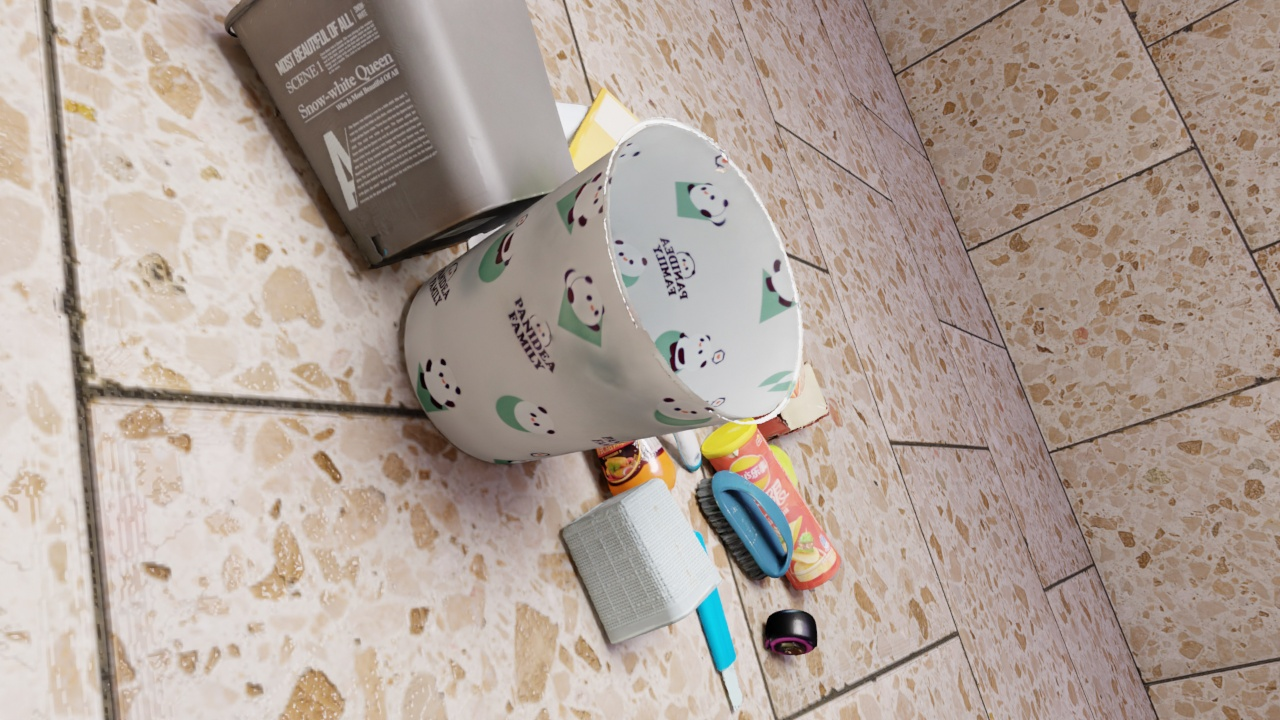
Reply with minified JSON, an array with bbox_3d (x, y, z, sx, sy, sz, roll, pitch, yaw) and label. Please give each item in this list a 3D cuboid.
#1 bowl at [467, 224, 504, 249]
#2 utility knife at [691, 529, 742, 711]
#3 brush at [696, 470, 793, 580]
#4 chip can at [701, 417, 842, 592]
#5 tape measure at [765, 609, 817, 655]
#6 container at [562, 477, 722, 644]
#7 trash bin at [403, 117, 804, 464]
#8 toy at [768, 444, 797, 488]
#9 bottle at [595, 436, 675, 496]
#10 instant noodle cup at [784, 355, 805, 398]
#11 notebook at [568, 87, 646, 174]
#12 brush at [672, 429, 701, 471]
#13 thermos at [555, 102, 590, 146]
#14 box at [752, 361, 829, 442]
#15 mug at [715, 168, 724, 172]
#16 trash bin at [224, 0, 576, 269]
[{"bbox_3d":[-0.104,-0.109,0.895,0.118,0.065,0.118,36,41,-39],"label":"bowl"},{"bbox_3d":[0.073,0.262,0.937,0.034,0.018,0.185,-2,70,-45],"label":"utility knife"},{"bbox_3d":[0.125,0.182,1.023,0.144,0.074,0.055,57,36,-14],"label":"brush"},{"bbox_3d":[0.157,0.170,1.083,0.216,0.073,0.073,56,31,-14],"label":"chip can"},{"bbox_3d":[0.167,0.303,1.013,0.058,0.057,0.039,49,34,-40],"label":"tape measure"},{"bbox_3d":[-0.001,0.175,0.820,0.089,0.090,0.111,-22,83,-60],"label":"container"},{"bbox_3d":[-0.039,-0.033,0.728,0.229,0.253,0.229,24,57,-43],"label":"trash bin"},{"bbox_3d":[0.167,0.141,1.161,0.097,0.031,0.099,50,33,-20],"label":"toy"},{"bbox_3d":[-0.021,0.067,0.890,0.066,0.067,0.149,-23,86,-60],"label":"bottle"},{"bbox_3d":[0.112,-0.005,1.103,0.151,0.112,0.151,37,40,-39],"label":"instant noodle cup"},{"bbox_3d":[-0.009,-0.215,1.014,0.146,0.010,0.205,40,34,-17],"label":"notebook"},{"bbox_3d":[-0.006,0.006,0.941,0.060,0.109,0.315,-55,149,-32],"label":"brush"},{"bbox_3d":[-0.109,-0.249,0.993,0.223,0.073,0.073,-20,85,-59],"label":"thermos"},{"bbox_3d":[0.195,0.051,1.225,0.168,0.077,0.091,-12,79,-60],"label":"box"},{"bbox_3d":[0.059,-0.262,1.262,0.103,0.084,0.124,39,12,-38],"label":"mug"},{"bbox_3d":[-0.177,-0.209,0.745,0.198,0.199,0.220,-31,101,-58],"label":"trash bin"}]
